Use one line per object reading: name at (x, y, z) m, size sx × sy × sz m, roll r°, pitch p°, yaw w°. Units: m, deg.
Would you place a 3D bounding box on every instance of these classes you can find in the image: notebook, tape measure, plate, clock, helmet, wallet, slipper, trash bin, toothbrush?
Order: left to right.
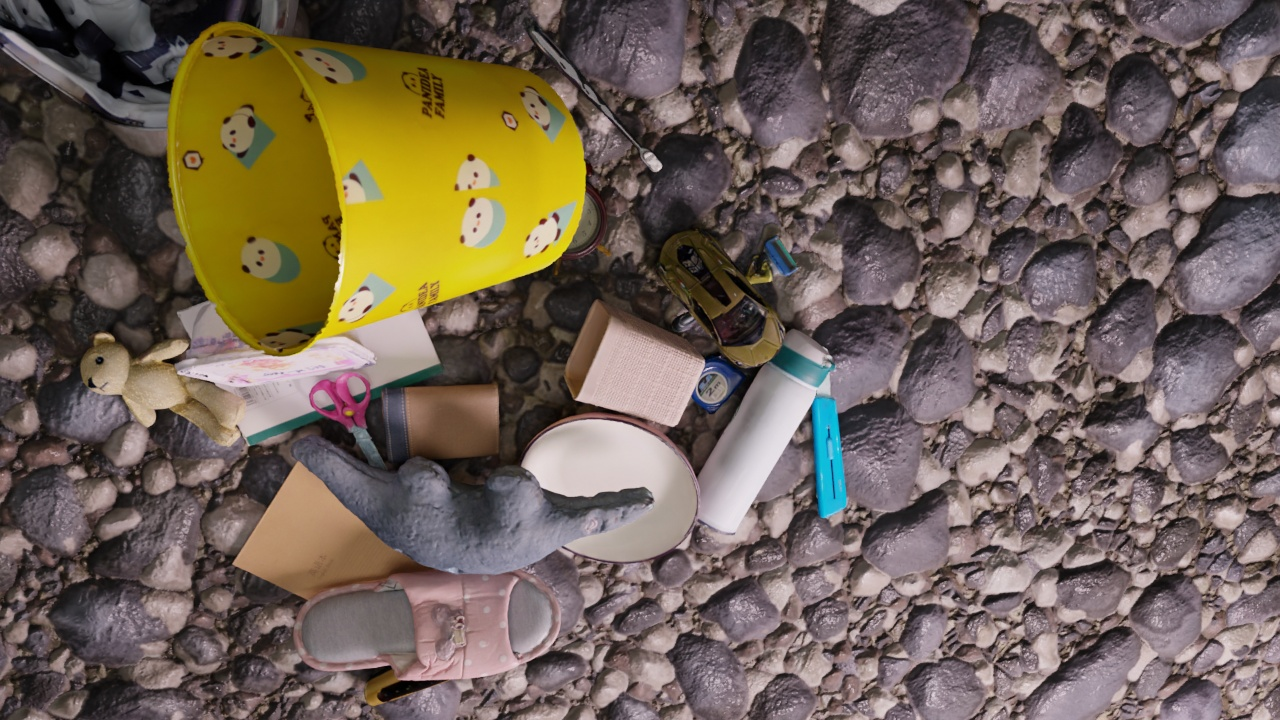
helmet at (-0.389, -0.312, 0.728) m, size 0.229 × 0.146 × 0.258 m, roll -44°, pitch 101°, yaw 3°
notebook at (-0.318, -0.018, 0.898) m, size 0.209 × 0.012 × 0.150 m, roll -21°, pitch 109°, yaw -3°
notebook at (-0.296, 0.204, 0.970) m, size 0.211 × 0.012 × 0.149 m, roll 32°, pitch 100°, yaw -17°
trash bin at (-0.195, -0.140, 0.729) m, size 0.254 × 0.230 × 0.230 m, roll -19°, pitch 115°, yaw -48°
slipper at (-0.220, 0.269, 0.943) m, size 0.274 × 0.054 × 0.114 m, roll -2°, pitch 72°, yaw -2°
wallet at (-0.200, 0.062, 0.926) m, size 0.115 × 0.033 × 0.090 m, roll -2°, pitch 122°, yaw -9°
clock at (-0.076, -0.148, 0.877) m, size 0.082 × 0.055 × 0.122 m, roll -20°, pitch 107°, yaw -3°
toothbrush at (-0.041, -0.248, 0.875) m, size 0.016 × 0.018 × 0.181 m, roll -43°, pitch 107°, yaw 7°
plate at (-0.032, 0.128, 0.953) m, size 0.192 × 0.039 × 0.193 m, roll 5°, pitch 122°, yaw 8°
tape measure at (0.075, 0.022, 0.970) m, size 0.054 × 0.025 × 0.058 m, roll 38°, pitch 93°, yaw -16°

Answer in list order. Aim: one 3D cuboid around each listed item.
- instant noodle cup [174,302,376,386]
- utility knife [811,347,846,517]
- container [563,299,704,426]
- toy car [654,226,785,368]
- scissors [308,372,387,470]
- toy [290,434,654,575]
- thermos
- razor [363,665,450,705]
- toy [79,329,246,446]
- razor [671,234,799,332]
instant noodle cup at (-0.317, -0.020, 0.814) m, size 0.138 × 0.173 × 0.060 m, roll -10°, pitch 87°, yaw -7°
utility knife at (0.204, 0.078, 1.013) m, size 0.034 × 0.018 × 0.203 m, roll -10°, pitch 107°, yaw -6°
container at (-0.005, 0.005, 0.920) m, size 0.111 × 0.090 × 0.090 m, roll 20°, pitch 102°, yaw -18°
toy car at (0.081, -0.063, 0.917) m, size 0.070 × 0.042 × 0.158 m, roll -41°, pitch 85°, yaw 5°
scissors at (-0.286, 0.074, 0.923) m, size 0.064 × 0.017 × 0.135 m, roll -16°, pitch 119°, yaw -5°
toy at (-0.167, 0.151, 0.915) m, size 0.356 × 0.091 × 0.138 m, roll 7°, pitch 117°, yaw -2°
thermos at (0.124, 0.073, 0.974) m, size 0.073 × 0.073 × 0.224 m, roll 26°, pitch 100°, yaw -16°
razor at (-0.222, 0.332, 0.996) m, size 0.167 × 0.067 × 0.062 m, roll -24°, pitch 123°, yaw 5°
toy at (-0.448, 0.030, 0.862) m, size 0.157 × 0.066 × 0.105 m, roll 27°, pitch 117°, yaw -8°
razor at (0.093, -0.071, 0.947) m, size 0.143 × 0.022 × 0.042 m, roll -34°, pitch 81°, yaw 5°
